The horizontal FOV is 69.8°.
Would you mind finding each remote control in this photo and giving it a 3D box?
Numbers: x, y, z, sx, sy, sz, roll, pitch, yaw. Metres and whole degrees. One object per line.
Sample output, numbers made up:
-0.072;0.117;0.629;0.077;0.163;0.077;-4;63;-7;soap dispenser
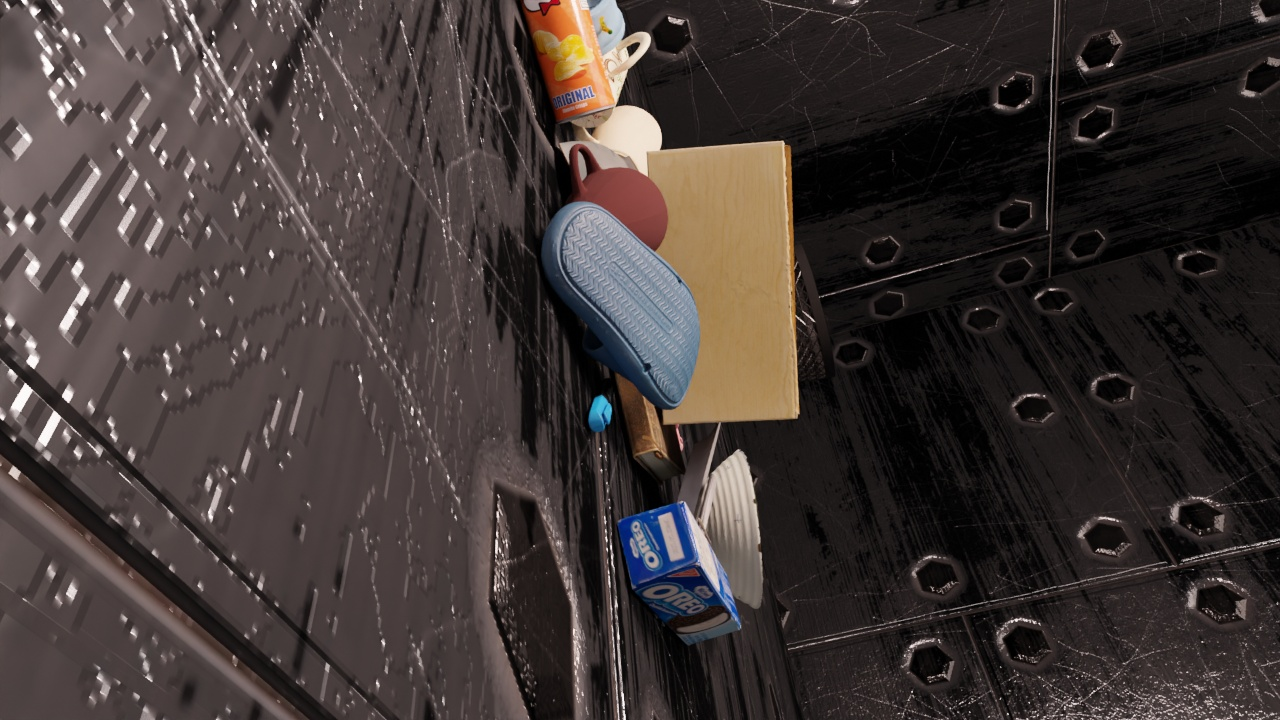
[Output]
0.062;0.176;0.953;0.039;0.010;0.124;95;11;-54;remote control

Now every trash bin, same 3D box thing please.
0.162;-0.049;1.466;0.217;0.243;0.217;-14;89;-83;trash bin

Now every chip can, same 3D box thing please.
-0.083;-0.343;0.893;0.062;0.062;0.210;-77;152;-75;chip can

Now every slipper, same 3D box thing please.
-0.013;-0.044;0.738;0.214;0.059;0.103;49;57;-41;slipper

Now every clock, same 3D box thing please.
-0.066;-0.371;0.974;0.052;0.089;0.124;67;10;-54;clock

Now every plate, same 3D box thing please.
0.050;0.137;0.913;0.172;0.019;0.173;16;88;-83;plate

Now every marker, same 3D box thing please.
-0.029;0.033;0.734;0.123;0.015;0.018;-79;153;-78;marker

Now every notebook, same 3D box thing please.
-0.005;0.005;0.896;0.190;0.034;0.215;55;21;-70;notebook

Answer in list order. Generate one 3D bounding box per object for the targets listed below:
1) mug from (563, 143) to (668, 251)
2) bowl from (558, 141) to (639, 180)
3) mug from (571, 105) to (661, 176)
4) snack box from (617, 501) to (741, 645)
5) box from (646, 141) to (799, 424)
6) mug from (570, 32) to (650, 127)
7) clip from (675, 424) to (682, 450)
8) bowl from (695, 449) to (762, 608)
-0.036;-0.127;0.773;0.114;0.087;0.088;68;26;-10;mug
-0.019;-0.157;0.895;0.151;0.057;0.150;59;5;-9;bowl
-0.034;-0.246;1.057;0.111;0.085;0.104;42;33;-21;mug
0.038;0.185;0.772;0.226;0.059;0.059;65;10;-60;snack box
0.084;-0.074;0.868;0.122;0.140;0.249;-70;156;-80;box
-0.038;-0.313;0.993;0.081;0.122;0.097;46;31;-35;mug
0.042;0.092;1.145;0.038;0.022;0.059;-100;174;-57;clip
0.088;0.192;1.034;0.177;0.071;0.177;171;-86;-88;bowl
